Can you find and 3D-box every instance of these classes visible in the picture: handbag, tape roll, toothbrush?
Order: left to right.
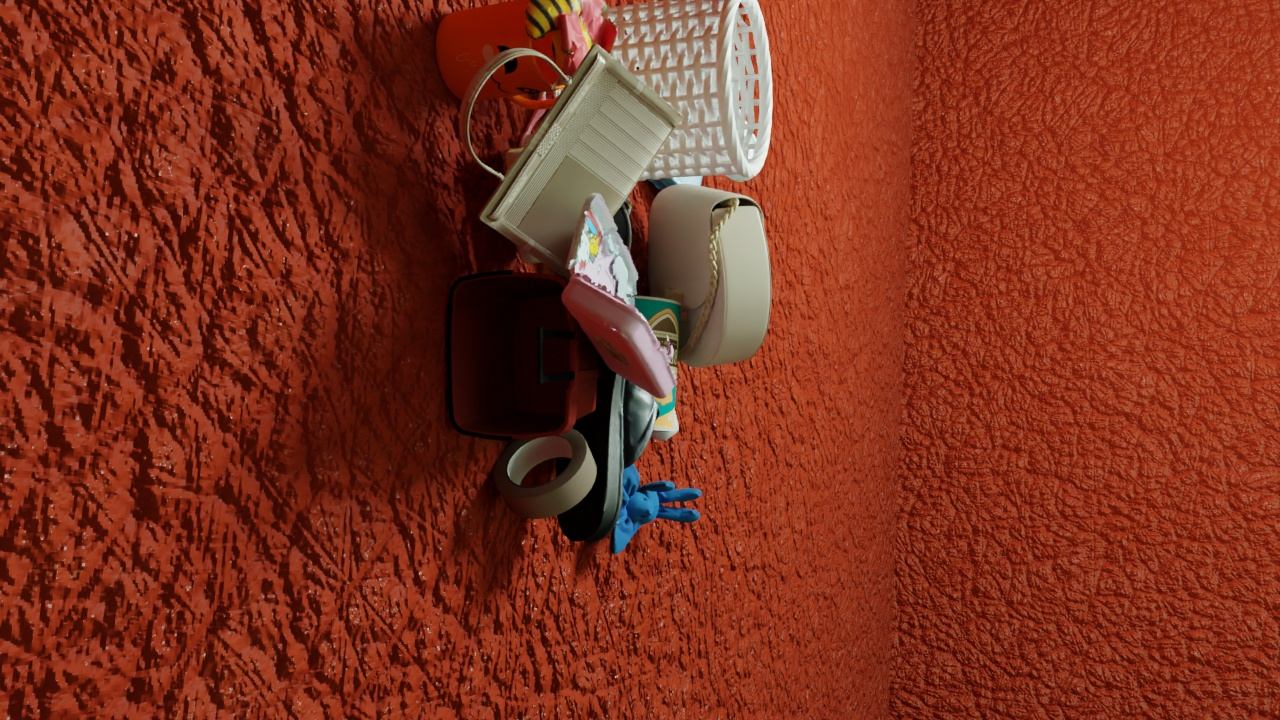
[{"bbox_3d":[-0.099,-0.266,0.933,0.021,0.016,0.134,56,43,-57],"label":"toothbrush"},{"bbox_3d":[-0.091,0.105,0.874,0.093,0.094,0.030,-63,143,-42],"label":"tape roll"},{"bbox_3d":[-0.074,-0.177,0.746,0.176,0.062,0.197,-54,151,6],"label":"handbag"},{"bbox_3d":[0.083,-0.100,1.094,0.103,0.211,0.209,-8,109,-21],"label":"handbag"}]

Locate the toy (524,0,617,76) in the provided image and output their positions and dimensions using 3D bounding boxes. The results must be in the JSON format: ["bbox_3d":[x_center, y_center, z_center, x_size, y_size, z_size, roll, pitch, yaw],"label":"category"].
[{"bbox_3d":[-0.056,-0.273,0.771,0.084,0.046,0.103,-61,146,-6],"label":"toy"}]

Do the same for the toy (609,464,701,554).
[{"bbox_3d":[0.005,0.170,1.105,0.176,0.071,0.112,7,82,-53],"label":"toy"}]

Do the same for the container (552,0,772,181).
[{"bbox_3d":[0.029,-0.288,0.983,0.189,0.187,0.189,2,90,-69],"label":"container"}]

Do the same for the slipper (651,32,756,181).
[{"bbox_3d":[0.099,-0.332,1.179,0.245,0.074,0.103,46,50,-38],"label":"slipper"}]

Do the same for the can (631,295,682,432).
[{"bbox_3d":[-0.006,0.006,1.036,0.099,0.099,0.144,14,79,-63],"label":"can"}]

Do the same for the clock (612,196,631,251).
[{"bbox_3d":[-0.049,-0.147,0.993,0.147,0.056,0.104,-55,129,-42],"label":"clock"}]

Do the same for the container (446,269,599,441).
[{"bbox_3d":[-0.107,-0.004,0.799,0.200,0.127,0.148,-1,92,-74],"label":"container"}]

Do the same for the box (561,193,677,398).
[{"bbox_3d":[-0.008,-0.053,0.808,0.101,0.111,0.201,-57,162,-9],"label":"box"}]

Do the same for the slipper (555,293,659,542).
[{"bbox_3d":[-0.027,0.057,0.950,0.083,0.109,0.265,15,69,-38],"label":"slipper"}]

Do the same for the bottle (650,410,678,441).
[{"bbox_3d":[0.015,0.035,1.143,0.044,0.044,0.136,-52,136,-51],"label":"bottle"}]

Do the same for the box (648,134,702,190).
[{"bbox_3d":[0.076,-0.300,1.248,0.175,0.060,0.231,51,46,-54],"label":"box"}]

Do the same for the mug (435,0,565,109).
[{"bbox_3d":[-0.110,-0.264,0.818,0.112,0.096,0.077,48,49,-54],"label":"mug"}]

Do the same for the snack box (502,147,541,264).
[{"bbox_3d":[-0.083,-0.152,0.876,0.061,0.083,0.106,-130,-148,-72],"label":"snack box"}]
